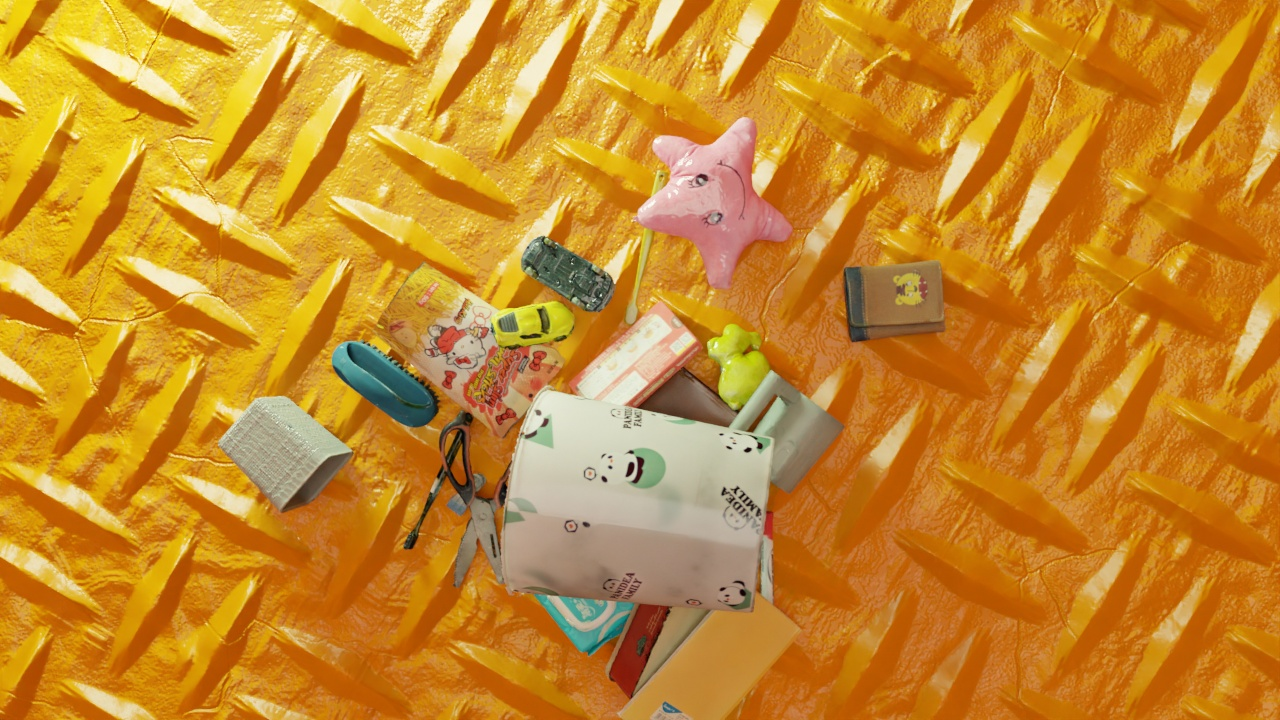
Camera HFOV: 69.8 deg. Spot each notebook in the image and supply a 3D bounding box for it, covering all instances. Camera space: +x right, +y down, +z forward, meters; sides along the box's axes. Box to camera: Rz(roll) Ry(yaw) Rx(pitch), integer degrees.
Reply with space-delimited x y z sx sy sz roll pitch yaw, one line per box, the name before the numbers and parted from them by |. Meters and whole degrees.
notebook | 0.086 0.362 1.070 0.206 0.010 0.146 -48 126 -2

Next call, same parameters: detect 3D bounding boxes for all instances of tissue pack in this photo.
tissue pack | -0.067 0.279 1.103 0.093 0.050 0.133 -41 90 1

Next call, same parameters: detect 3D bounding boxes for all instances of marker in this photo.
marker | 0.153 0.255 1.111 0.017 0.017 0.145 -1 91 2

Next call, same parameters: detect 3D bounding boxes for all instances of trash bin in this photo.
trash bin | 0.007 0.154 0.975 0.252 0.229 0.229 7 91 8

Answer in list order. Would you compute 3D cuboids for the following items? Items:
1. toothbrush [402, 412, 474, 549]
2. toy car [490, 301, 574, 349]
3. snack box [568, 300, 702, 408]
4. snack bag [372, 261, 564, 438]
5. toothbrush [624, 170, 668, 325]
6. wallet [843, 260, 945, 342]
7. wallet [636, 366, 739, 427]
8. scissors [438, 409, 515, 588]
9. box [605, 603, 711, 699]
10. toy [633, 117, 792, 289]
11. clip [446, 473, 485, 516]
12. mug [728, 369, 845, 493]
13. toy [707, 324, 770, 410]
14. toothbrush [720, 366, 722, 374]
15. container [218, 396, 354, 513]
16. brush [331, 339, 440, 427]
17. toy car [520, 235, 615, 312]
toothbrush | -0.248 0.148 1.124 0.012 0.017 0.186 26 92 9
toy car | -0.125 -0.044 1.088 0.105 0.032 0.048 -11 76 -29
snack box | -0.006 0.006 1.093 0.153 0.025 0.075 -42 61 2
snack bag | -0.208 -0.014 1.104 0.208 0.073 0.128 38 92 -6
toothbrush | 0.007 -0.135 1.110 0.016 0.016 0.190 12 90 3
wallet | 0.302 -0.071 1.091 0.115 0.033 0.090 -5 90 -1
wallet | 0.051 0.072 1.098 0.124 0.032 0.101 40 97 11
scissors | -0.187 0.164 1.108 0.189 0.015 0.226 43 85 -18
box | 0.040 0.319 1.071 0.091 0.078 0.168 22 93 -35
toy | 0.079 -0.178 1.073 0.178 0.074 0.194 -17 90 -6
clip | -0.212 0.162 1.123 0.025 0.036 0.058 40 93 3
mug | 0.161 0.082 1.064 0.124 0.083 0.103 34 95 -30
toy | 0.121 0.008 1.089 0.096 0.031 0.100 -40 86 -25
toothbrush | 0.112 0.086 1.111 0.016 0.018 0.191 -5 89 7
container | -0.426 0.107 1.097 0.114 0.090 0.090 42 92 4
brush | -0.309 0.029 1.096 0.144 0.073 0.055 36 99 1
toy car | -0.087 -0.104 1.104 0.120 0.036 0.054 31 93 11
